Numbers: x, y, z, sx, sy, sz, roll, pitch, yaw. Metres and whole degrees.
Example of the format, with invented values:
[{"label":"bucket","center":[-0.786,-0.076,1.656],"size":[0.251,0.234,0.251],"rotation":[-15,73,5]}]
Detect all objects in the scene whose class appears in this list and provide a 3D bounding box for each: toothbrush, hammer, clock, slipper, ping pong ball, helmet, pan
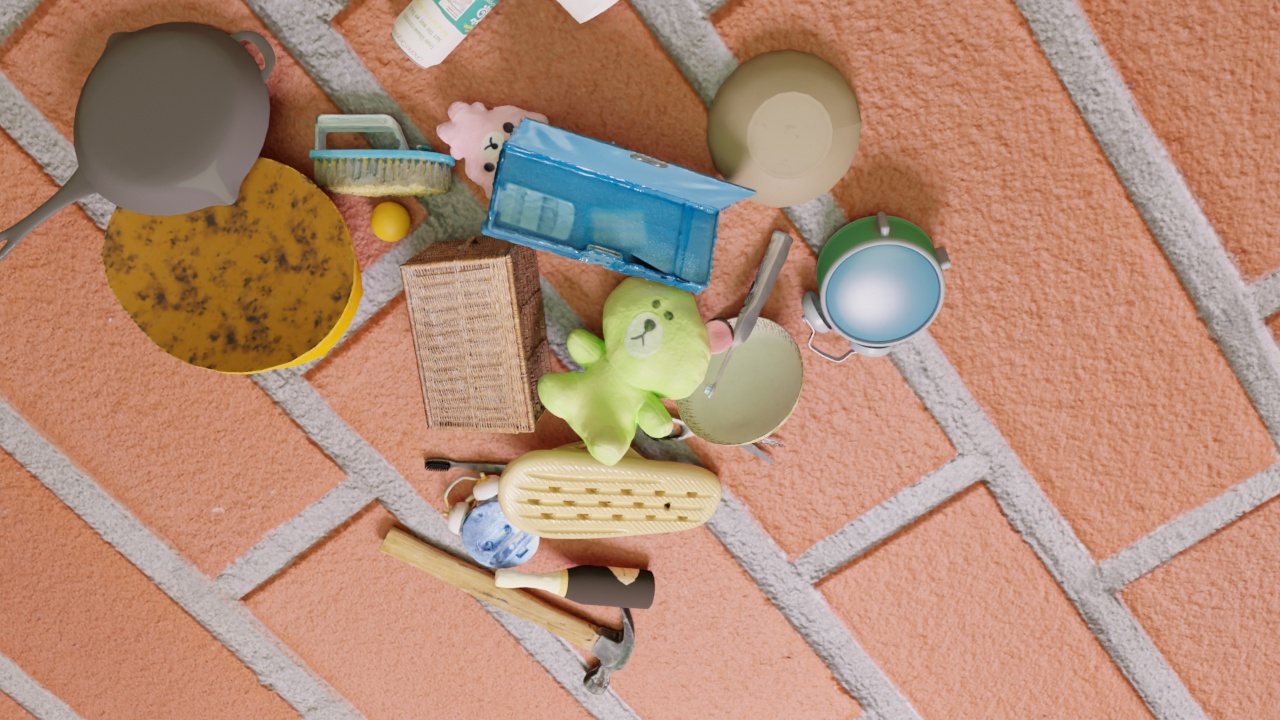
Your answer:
[{"label":"toothbrush","center":[0.110,-0.045,0.943],"size":[0.024,0.022,0.185],"rotation":[24,91,-13]},{"label":"hammer","center":[-0.156,0.285,1.103],"size":[0.330,0.033,0.132],"rotation":[29,111,-9]},{"label":"clock","center":[0.232,-0.067,0.940],"size":[0.122,0.075,0.162],"rotation":[27,122,-10]},{"label":"clock","center":[-0.169,0.180,1.051],"size":[0.125,0.052,0.089],"rotation":[42,107,-14]},{"label":"slipper","center":[-0.036,0.139,1.023],"size":[0.261,0.079,0.111],"rotation":[7,115,-21]},{"label":"ping pong ball","center":[-0.254,-0.141,0.933],"size":[0.040,0.040,0.040],"rotation":[0,111,1]},{"label":"helmet","center":[-0.375,-0.081,0.907],"size":[0.255,0.131,0.205],"rotation":[28,82,12]},{"label":"pan","center":[-0.496,-0.194,0.860],"size":[0.354,0.024,0.216],"rotation":[-38,80,-1]},{"label":"toothbrush","center":[-0.164,0.123,1.051],"size":[0.167,0.013,0.013],"rotation":[3,111,-2]}]

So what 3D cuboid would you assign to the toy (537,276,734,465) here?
[{"label":"toy","center":[-0.006,0.006,0.944],"size":[0.196,0.107,0.150],"rotation":[-43,76,-15]}]

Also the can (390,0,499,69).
[{"label":"can","center":[-0.181,-0.324,0.853],"size":[0.102,0.054,0.055],"rotation":[-41,105,15]}]

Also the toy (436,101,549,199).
[{"label":"toy","center":[-0.149,-0.214,0.894],"size":[0.095,0.052,0.099],"rotation":[26,105,-24]}]

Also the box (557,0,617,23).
[{"label":"box","center":[-0.088,-0.351,0.804],"size":[0.147,0.084,0.136],"rotation":[42,78,-19]}]

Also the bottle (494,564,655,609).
[{"label":"bottle","center":[-0.076,0.258,1.062],"size":[0.184,0.045,0.045],"rotation":[9,112,-16]}]

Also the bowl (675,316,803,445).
[{"label":"bowl","center":[0.114,0.029,0.964],"size":[0.145,0.145,0.063],"rotation":[-39,143,14]}]

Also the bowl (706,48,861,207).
[{"label":"bowl","center":[0.141,-0.220,0.889],"size":[0.152,0.050,0.152],"rotation":[0,111,1]}]

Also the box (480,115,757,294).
[{"label":"box","center":[-0.019,-0.140,0.854],"size":[0.231,0.112,0.094],"rotation":[15,79,-18]}]

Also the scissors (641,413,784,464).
[{"label":"scissors","center":[0.075,0.076,1.026],"size":[0.150,0.012,0.165],"rotation":[-27,109,12]}]

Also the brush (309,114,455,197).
[{"label":"brush","center":[-0.251,-0.202,0.904],"size":[0.136,0.055,0.075],"rotation":[1,89,1]}]

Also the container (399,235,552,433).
[{"label":"container","center":[-0.162,-0.029,0.937],"size":[0.113,0.113,0.199],"rotation":[-2,110,7]}]
